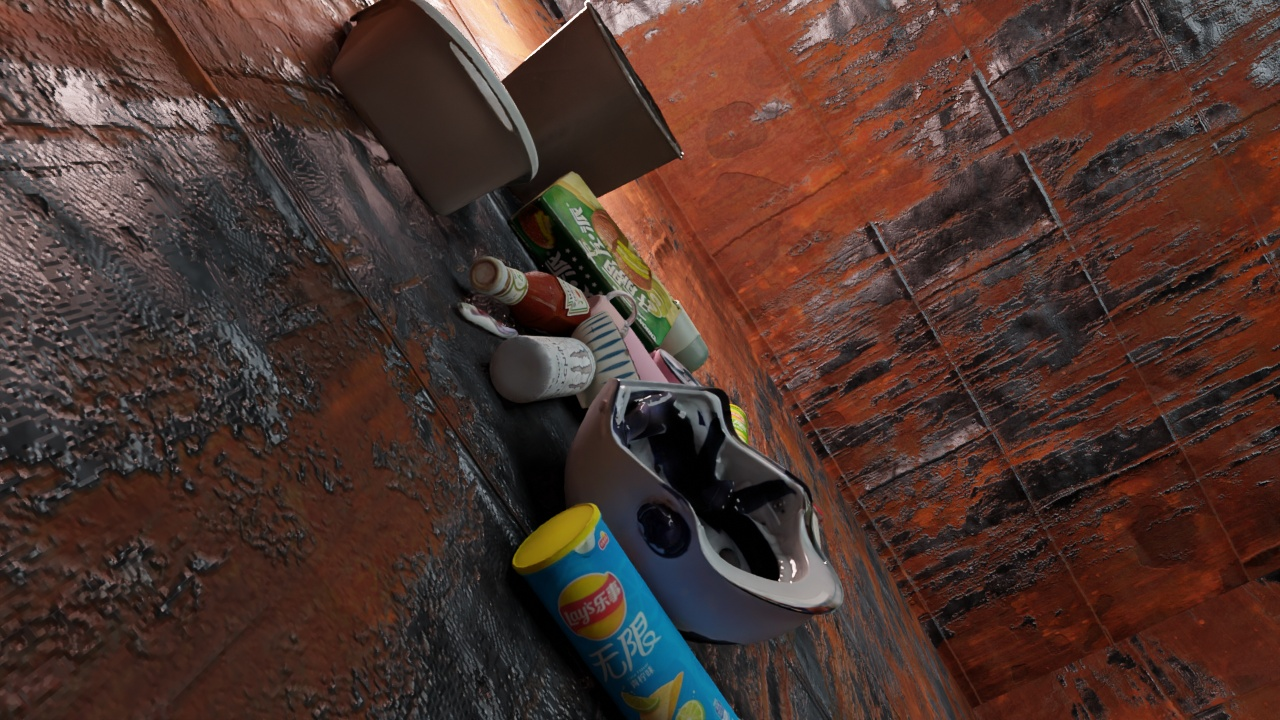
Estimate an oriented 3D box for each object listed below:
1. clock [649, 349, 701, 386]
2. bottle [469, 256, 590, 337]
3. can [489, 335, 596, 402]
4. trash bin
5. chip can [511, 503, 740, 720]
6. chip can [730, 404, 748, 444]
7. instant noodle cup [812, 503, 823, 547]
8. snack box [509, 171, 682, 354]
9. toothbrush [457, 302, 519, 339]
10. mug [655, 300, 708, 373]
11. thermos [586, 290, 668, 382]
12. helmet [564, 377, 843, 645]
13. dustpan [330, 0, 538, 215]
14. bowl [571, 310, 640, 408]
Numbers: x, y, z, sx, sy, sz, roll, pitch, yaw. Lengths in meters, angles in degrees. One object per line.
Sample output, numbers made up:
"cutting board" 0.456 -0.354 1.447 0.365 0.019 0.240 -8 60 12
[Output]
"clock" 0.036 0.033 1.260 0.158 0.060 0.117 52 11 28
"bottle" -0.110 -0.064 0.923 0.059 0.060 0.206 63 12 15
"can" -0.086 0.007 0.848 0.058 0.058 0.146 61 12 6
"trash bin" -0.090 -0.322 1.254 0.198 0.220 0.199 39 23 -58
"chip can" -0.005 0.206 0.660 0.210 0.071 0.071 57 12 -12
"chip can" 0.137 0.132 1.449 0.072 0.073 0.221 58 12 -9
"instant noodle cup" 0.216 0.272 1.362 0.116 0.116 0.124 45 29 -49
"snack box" -0.053 -0.117 1.170 0.240 0.063 0.114 52 31 -11
"toothbrush" -0.123 -0.027 0.880 0.016 0.017 0.187 63 11 21
"mug" 0.048 -0.032 1.494 0.106 0.082 0.112 56 -19 -16
"thermos" -0.007 0.007 1.120 0.198 0.087 0.067 56 -1 -21
"helmet" 0.033 0.139 0.770 0.258 0.146 0.228 52 24 20
"dustpan" -0.185 -0.260 0.899 0.223 0.143 0.257 54 14 -25
"bowl" -0.043 0.012 0.967 0.116 0.066 0.116 156 -89 -85
